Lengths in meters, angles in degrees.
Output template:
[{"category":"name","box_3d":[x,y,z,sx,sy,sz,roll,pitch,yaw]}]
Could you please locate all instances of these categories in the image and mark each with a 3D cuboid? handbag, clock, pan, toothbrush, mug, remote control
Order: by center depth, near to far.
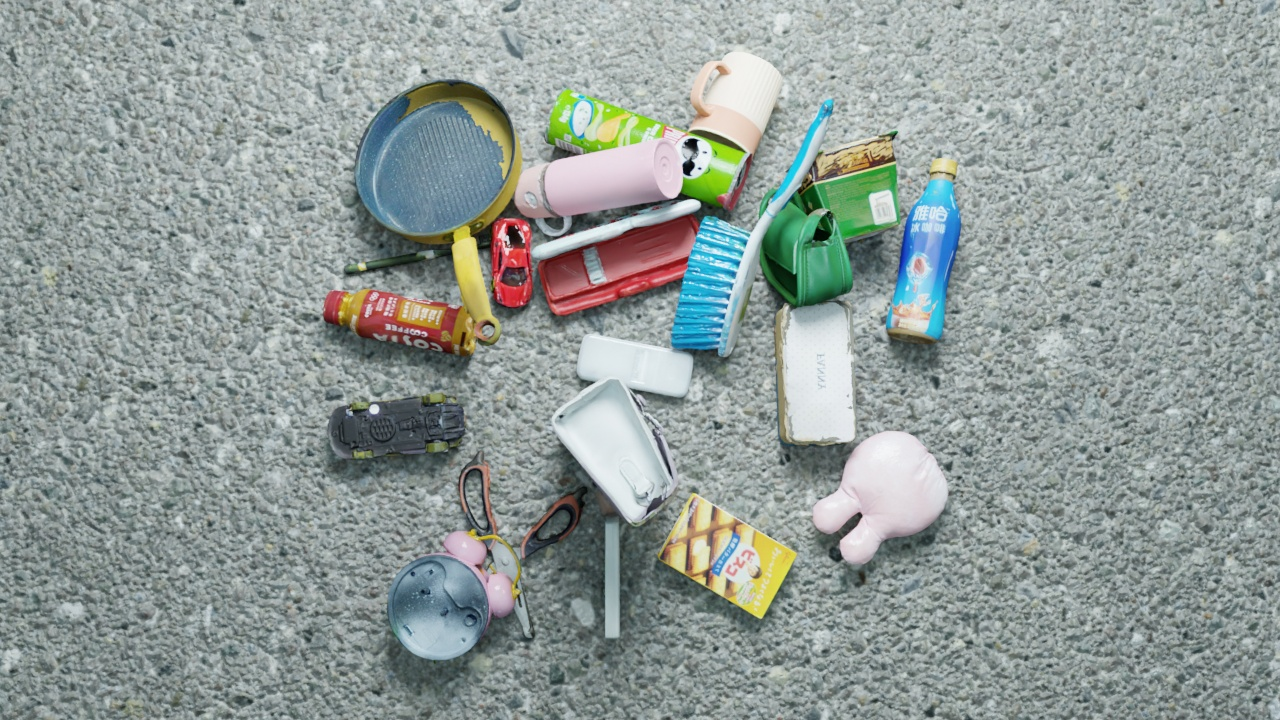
[{"category":"handbag","box_3d":[-0.020,0.095,0.994,0.098,0.197,0.145,-32,87,-3]},{"category":"pan","box_3d":[-0.209,-0.165,1.025,0.198,0.078,0.357,-24,71,6]},{"category":"clock","box_3d":[-0.206,0.261,1.038,0.158,0.060,0.117,-39,85,5]},{"category":"handbag","box_3d":[0.186,-0.130,1.043,0.068,0.131,0.120,-14,121,-8]},{"category":"remote control","box_3d":[-0.033,0.246,1.053,0.019,0.056,0.135,0,86,-1]},{"category":"mug","box_3d":[0.103,-0.302,1.075,0.082,0.114,0.106,17,80,44]},{"category":"remote control","box_3d":[-0.006,0.006,1.090,0.136,0.020,0.056,10,84,0]},{"category":"toothbrush","box_3d":[-0.263,-0.128,1.099,0.186,0.012,0.017,-11,80,-2]}]

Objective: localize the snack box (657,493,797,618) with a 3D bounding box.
[{"category":"snack box","box_3d":[0.101,0.227,1.070,0.140,0.034,0.087,31,86,-1]}]

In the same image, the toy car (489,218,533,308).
[{"category":"toy car","box_3d":[-0.151,-0.115,1.085,0.049,0.031,0.106,0,87,-21]}]

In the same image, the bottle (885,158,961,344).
[{"category":"bottle","box_3d":[0.342,-0.130,1.087,0.065,0.065,0.218,13,85,0]}]

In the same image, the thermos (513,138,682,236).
[{"category":"thermos","box_3d":[-0.050,-0.193,1.043,0.199,0.067,0.087,-5,115,32]}]

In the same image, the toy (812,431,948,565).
[{"category":"toy","box_3d":[0.278,0.159,1.067,0.159,0.054,0.121,-38,80,-4]}]

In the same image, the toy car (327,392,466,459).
[{"category":"toy car","box_3d":[-0.283,0.077,1.067,0.158,0.042,0.070,-4,85,-3]}]

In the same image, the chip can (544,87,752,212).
[{"category":"chip can","box_3d":[0.008,-0.245,1.066,0.236,0.072,0.072,22,85,10]}]

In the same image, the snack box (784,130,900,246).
[{"category":"snack box","box_3d":[0.243,-0.191,1.066,0.118,0.117,0.105,-17,90,-1]}]

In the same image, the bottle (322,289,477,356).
[{"category":"bottle","box_3d":[-0.278,-0.047,1.069,0.175,0.057,0.057,10,85,0]}]

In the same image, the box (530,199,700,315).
[{"category":"box","box_3d":[-0.022,-0.125,1.060,0.201,0.102,0.095,-18,85,-2]}]

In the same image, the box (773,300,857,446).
[{"category":"box","box_3d":[0.205,0.022,1.075,0.090,0.062,0.184,1,87,-1]}]

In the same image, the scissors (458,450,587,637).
[{"category":"scissors","box_3d":[-0.157,0.213,1.071,0.189,0.015,0.222,39,89,3]}]

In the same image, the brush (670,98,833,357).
[{"category":"brush","box_3d":[0.117,-0.142,1.008,0.109,0.060,0.315,21,117,18]}]
